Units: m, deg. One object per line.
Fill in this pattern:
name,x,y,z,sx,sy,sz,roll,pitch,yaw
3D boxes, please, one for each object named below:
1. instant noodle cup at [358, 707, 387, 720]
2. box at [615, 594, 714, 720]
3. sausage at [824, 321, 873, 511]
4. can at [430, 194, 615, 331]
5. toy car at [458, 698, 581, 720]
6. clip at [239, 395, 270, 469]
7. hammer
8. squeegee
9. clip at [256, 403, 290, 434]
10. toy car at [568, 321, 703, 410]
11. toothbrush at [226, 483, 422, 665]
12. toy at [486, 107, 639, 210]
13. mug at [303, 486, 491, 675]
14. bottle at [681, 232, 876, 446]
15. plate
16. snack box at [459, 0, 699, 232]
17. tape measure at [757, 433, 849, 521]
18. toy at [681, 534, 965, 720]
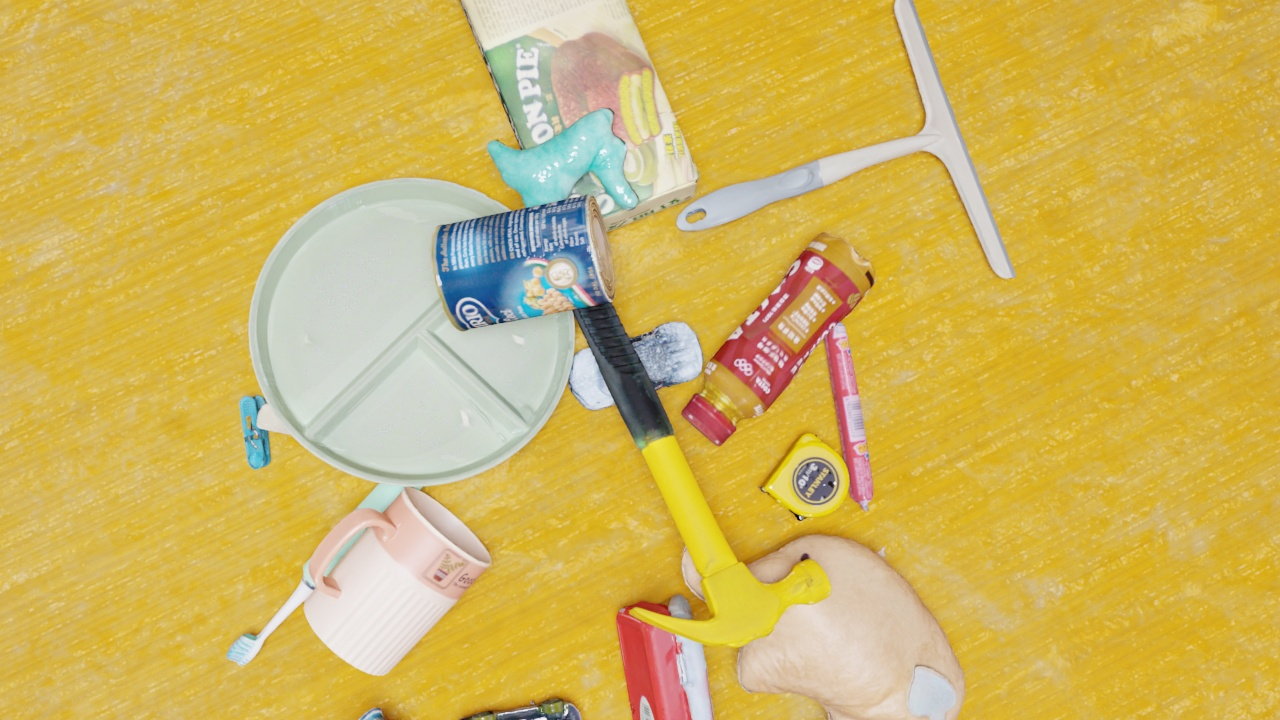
instant noodle cup,-0.156,0.304,0.617,0.110,0.099,0.099,23,84,9
box,0.039,0.270,0.647,0.068,0.091,0.201,-8,84,-20
sausage,0.161,0.038,0.708,0.020,0.020,0.155,-8,84,-4
can,-0.077,-0.067,0.628,0.111,0.075,0.075,-10,85,8
toy car,-0.087,0.270,0.665,0.090,0.035,0.042,-7,86,-6
clip,-0.286,0.053,0.682,0.014,0.041,0.056,-8,88,-2
hammer,0.010,0.056,0.643,0.128,0.033,0.300,-22,74,-14
squeegee,0.146,-0.147,0.715,0.246,0.039,0.246,-18,86,-4
clip,-0.228,0.052,0.680,0.098,0.064,0.034,11,85,-9
toy car,-0.004,0.004,0.697,0.105,0.031,0.049,-18,84,-3
toothbrush,-0.217,0.136,0.675,0.224,0.026,0.027,-48,131,-6
toy,-0.047,-0.136,0.645,0.092,0.030,0.096,-35,92,-1
mug,-0.178,0.148,0.636,0.106,0.114,0.082,-48,50,-4
bottle,0.101,-0.013,0.687,0.057,0.057,0.175,40,88,1
plate,-0.162,-0.022,0.671,0.230,0.028,0.230,4,76,-15
snack box,-0.053,-0.217,0.699,0.114,0.063,0.240,-23,86,-5
tape measure,0.128,0.090,0.696,0.057,0.029,0.060,38,84,2
toy,0.131,0.191,0.662,0.226,0.083,0.143,45,72,4
